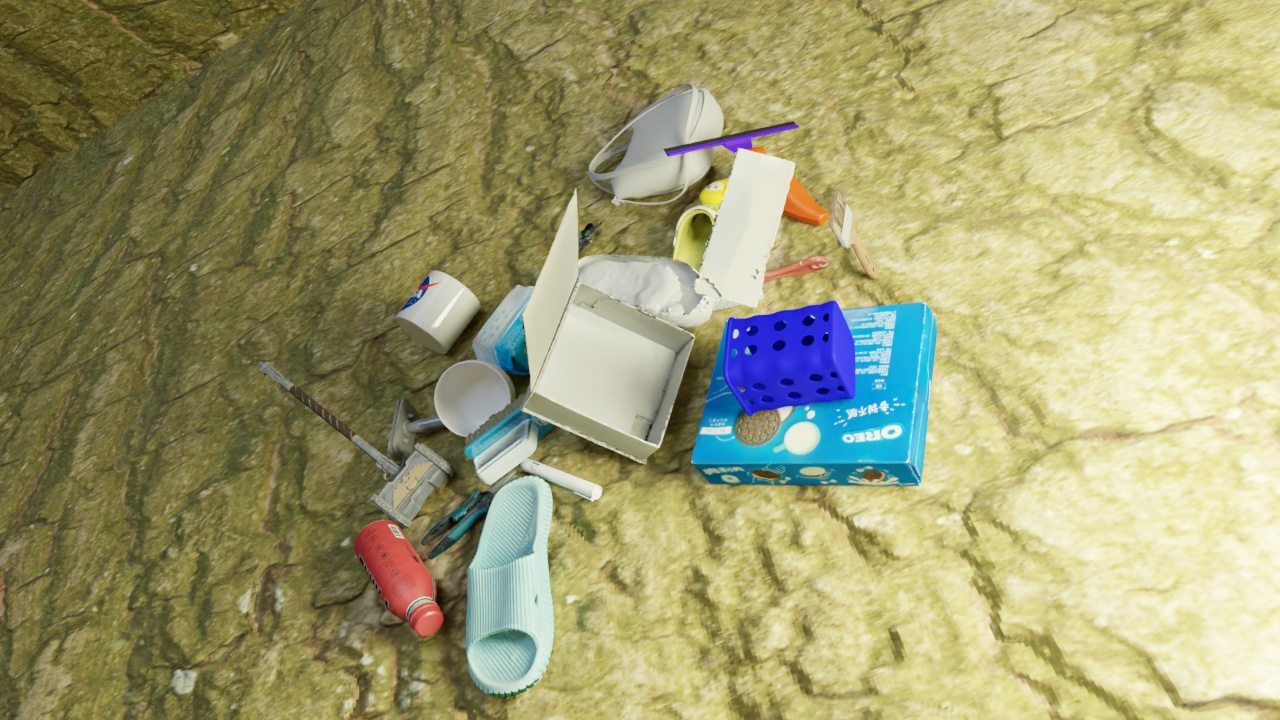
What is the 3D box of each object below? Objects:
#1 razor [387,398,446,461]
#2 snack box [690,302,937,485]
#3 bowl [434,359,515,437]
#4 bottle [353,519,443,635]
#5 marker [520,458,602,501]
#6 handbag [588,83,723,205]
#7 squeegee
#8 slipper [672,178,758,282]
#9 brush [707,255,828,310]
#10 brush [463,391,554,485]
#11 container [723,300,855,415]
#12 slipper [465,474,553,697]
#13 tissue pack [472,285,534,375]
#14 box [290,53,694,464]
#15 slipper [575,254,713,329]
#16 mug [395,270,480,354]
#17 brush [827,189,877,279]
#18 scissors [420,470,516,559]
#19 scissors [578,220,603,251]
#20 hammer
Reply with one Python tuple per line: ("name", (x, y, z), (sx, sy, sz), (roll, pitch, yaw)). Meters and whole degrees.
("razor", (-0.288, 0.087, 1.274), (0.116, 0.047, 0.088), (-12, 49, 15))
("snack box", (0.188, 0.037, 0.986), (0.239, 0.056, 0.195), (-3, 54, 30))
("bowl", (-0.216, 0.049, 1.222), (0.105, 0.054, 0.105), (1, 94, 9))
("bottle", (-0.288, 0.264, 1.107), (0.062, 0.062, 0.176), (-45, 44, -7))
("marker", (-0.100, 0.144, 1.115), (0.134, 0.017, 0.020), (14, 68, 40))
("handbag", (0.004, -0.312, 1.375), (0.223, 0.095, 0.215), (-10, 48, 34))
("squeegee", (0.176, -0.236, 1.205), (0.248, 0.055, 0.185), (-21, 54, -35))
("slipper", (0.083, -0.175, 1.216), (0.092, 0.081, 0.190), (8, 62, 40))
("brush", (0.150, -0.093, 1.134), (0.173, 0.041, 0.030), (-13, 68, 26))
("brush", (-0.154, 0.093, 1.162), (0.136, 0.055, 0.075), (-37, 35, 1))
("container", (0.154, -0.002, 0.937), (0.114, 0.085, 0.084), (-10, 51, 25))
("slipper", (-0.152, 0.240, 1.036), (0.116, 0.069, 0.275), (-21, 45, 22))
("tissue pack", (-0.165, -0.040, 1.280), (0.093, 0.062, 0.144), (14, 62, 41))
("box", (-0.122, -0.083, 0.966), (0.149, 0.506, 0.166), (-5, 53, 36))
("slipper", (-0.001, -0.083, 1.195), (0.247, 0.074, 0.112), (15, 74, 47))
("mug", (-0.307, -0.070, 1.388), (0.090, 0.091, 0.121), (-57, 11, -19))
("brush", (0.241, -0.131, 1.027), (0.008, 0.143, 0.045), (-3, 62, 33))
("scissors", (-0.220, 0.190, 1.156), (0.139, 0.019, 0.128), (-8, 50, 26))
("scissors", (-0.102, -0.141, 1.291), (0.154, 0.015, 0.209), (-51, 10, -3))
("hammer", (-0.403, 0.091, 1.237), (0.322, 0.044, 0.098), (34, 76, 17))
